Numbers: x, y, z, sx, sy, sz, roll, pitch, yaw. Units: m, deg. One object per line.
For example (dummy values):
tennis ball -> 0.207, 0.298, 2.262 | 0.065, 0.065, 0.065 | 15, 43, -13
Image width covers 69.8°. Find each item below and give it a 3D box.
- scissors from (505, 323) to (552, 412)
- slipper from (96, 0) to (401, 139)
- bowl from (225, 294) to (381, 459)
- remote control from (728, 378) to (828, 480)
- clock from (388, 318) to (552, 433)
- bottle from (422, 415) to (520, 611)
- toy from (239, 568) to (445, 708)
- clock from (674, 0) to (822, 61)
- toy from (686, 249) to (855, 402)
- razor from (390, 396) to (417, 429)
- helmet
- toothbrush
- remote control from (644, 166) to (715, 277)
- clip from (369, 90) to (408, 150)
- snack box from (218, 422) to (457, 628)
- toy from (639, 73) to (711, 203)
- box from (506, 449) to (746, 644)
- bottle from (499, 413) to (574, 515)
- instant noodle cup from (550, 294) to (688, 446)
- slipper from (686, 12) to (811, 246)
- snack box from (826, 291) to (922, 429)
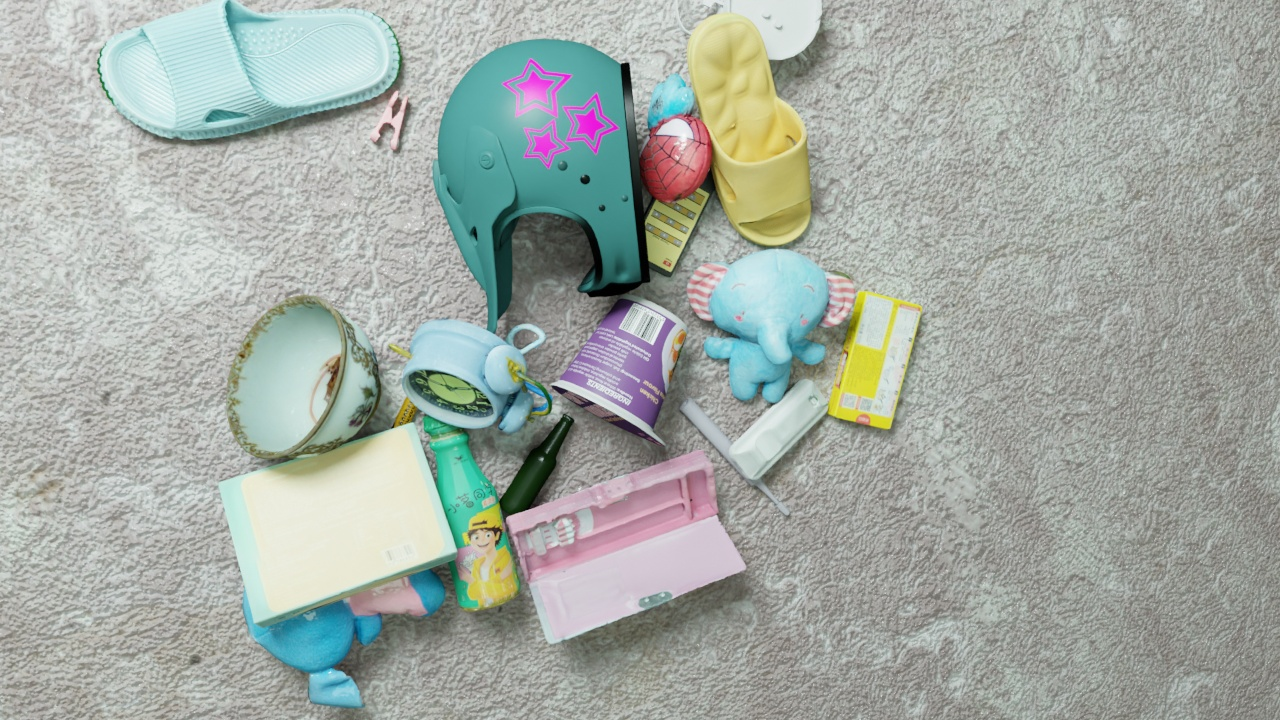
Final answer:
scissors -> -0.141, 0.003, 0.957 | 0.125, 0.016, 0.123 | 26, 106, 16
slipper -> -0.367, -0.280, 0.871 | 0.276, 0.069, 0.116 | -13, 103, -12
bowl -> -0.314, 0.026, 0.899 | 0.094, 0.160, 0.160 | 29, 90, -56
remote control -> 0.161, 0.079, 1.053 | 0.133, 0.022, 0.050 | -42, 104, -15
clock -> -0.161, 0.018, 0.903 | 0.162, 0.118, 0.059 | 9, 54, 14
bottle -> -0.184, 0.155, 0.970 | 0.068, 0.068, 0.209 | -15, 94, -11
toy -> -0.300, 0.245, 0.940 | 0.191, 0.099, 0.224 | -23, 90, -14
clock -> 0.115, -0.371, 0.972 | 0.159, 0.061, 0.120 | 4, 97, -15
toy -> 0.139, -0.033, 1.006 | 0.183, 0.114, 0.181 | 4, 108, -4
razor -> -0.244, 0.050, 0.967 | 0.044, 0.021, 0.144 | 25, 90, -28
helmet -> -0.099, -0.166, 0.893 | 0.200, 0.176, 0.275 | -5, 108, 1
toothbrush -> 0.112, 0.115, 1.059 | 0.018, 0.019, 0.188 | -40, 105, 11
remote control -> 0.037, -0.162, 1.007 | 0.058, 0.013, 0.133 | 25, 91, -15
clip -> -0.256, -0.243, 0.926 | 0.045, 0.023, 0.060 | -3, 104, -14
snack box -> -0.294, 0.157, 0.898 | 0.193, 0.044, 0.141 | -18, 72, -17
toy -> 0.033, -0.230, 0.952 | 0.062, 0.092, 0.133 | -4, 84, -43
box -> -0.012, 0.198, 0.984 | 0.232, 0.115, 0.107 | -17, 128, -11
bottle -> -0.110, 0.113, 1.001 | 0.033, 0.033, 0.123 | 32, 89, -15
instant noodle cup -> -0.006, 0.006, 0.974 | 0.137, 0.122, 0.121 | 29, 81, -6
slipper -> 0.120, -0.228, 0.959 | 0.099, 0.078, 0.263 | -25, 119, -4
snack box -> 0.274, 0.000, 1.078 | 0.075, 0.025, 0.152 | 13, 94, -14
